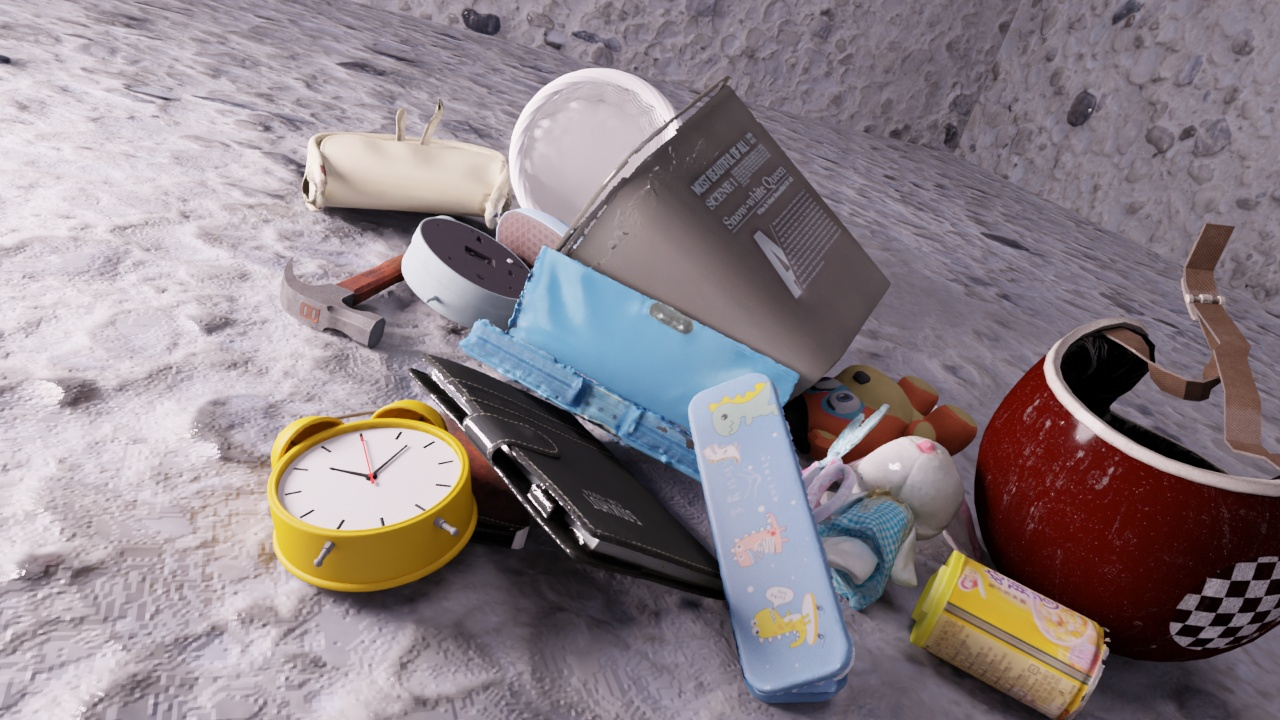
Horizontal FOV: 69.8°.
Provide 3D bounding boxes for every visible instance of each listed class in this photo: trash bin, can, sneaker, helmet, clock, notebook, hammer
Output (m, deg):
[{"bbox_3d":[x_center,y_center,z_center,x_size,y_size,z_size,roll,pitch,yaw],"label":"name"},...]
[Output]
[{"bbox_3d":[0.068,-0.076,0.781,0.220,0.198,0.196,44,51,-2],"label":"trash bin"},{"bbox_3d":[0.231,0.173,0.584,0.105,0.068,0.067,26,25,17],"label":"can"},{"bbox_3d":[-0.033,-0.079,0.933,0.241,0.084,0.098,33,29,14],"label":"sneaker"},{"bbox_3d":[0.360,0.077,0.648,0.233,0.254,0.233,-7,36,-17],"label":"helmet"},{"bbox_3d":[-0.157,0.070,0.533,0.113,0.052,0.152,-10,32,-20],"label":"clock"},{"bbox_3d":[-0.160,-0.085,0.858,0.122,0.045,0.159,26,23,-24],"label":"clock"},{"bbox_3d":[-0.046,0.071,0.592,0.209,0.029,0.169,36,4,41],"label":"notebook"},{"bbox_3d":[-0.231,-0.088,0.877,0.111,0.028,0.299,22,24,7],"label":"hammer"}]

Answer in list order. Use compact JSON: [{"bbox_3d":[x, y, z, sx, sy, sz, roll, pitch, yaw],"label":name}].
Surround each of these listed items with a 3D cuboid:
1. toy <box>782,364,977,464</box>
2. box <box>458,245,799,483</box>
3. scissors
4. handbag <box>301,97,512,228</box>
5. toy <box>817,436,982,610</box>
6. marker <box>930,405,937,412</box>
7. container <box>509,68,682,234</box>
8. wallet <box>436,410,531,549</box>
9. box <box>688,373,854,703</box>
[{"bbox_3d":[0.194,0.054,0.794,0.176,0.096,0.112,-12,28,-14],"label":"toy"},{"bbox_3d":[-0.003,0.002,0.687,0.231,0.110,0.094,28,1,9],"label":"box"},{"bbox_3d":[0.148,0.073,0.665,0.178,0.016,0.108,-34,7,-31],"label":"scissors"},{"bbox_3d":[-0.244,-0.211,0.986,0.228,0.132,0.184,0,20,-23],"label":"handbag"},{"bbox_3d":[0.173,0.102,0.657,0.131,0.106,0.204,29,24,30],"label":"toy"},{"bbox_3d":[0.275,0.072,0.899,0.017,0.017,0.145,26,25,18],"label":"marker"},{"bbox_3d":[-0.052,-0.220,1.040,0.189,0.189,0.187,14,8,-9],"label":"container"},{"bbox_3d":[-0.110,0.076,0.614,0.072,0.019,0.123,12,24,-14],"label":"wallet"},{"bbox_3d":[0.077,0.097,0.561,0.069,0.064,0.209,2,49,-14],"label":"box"}]
